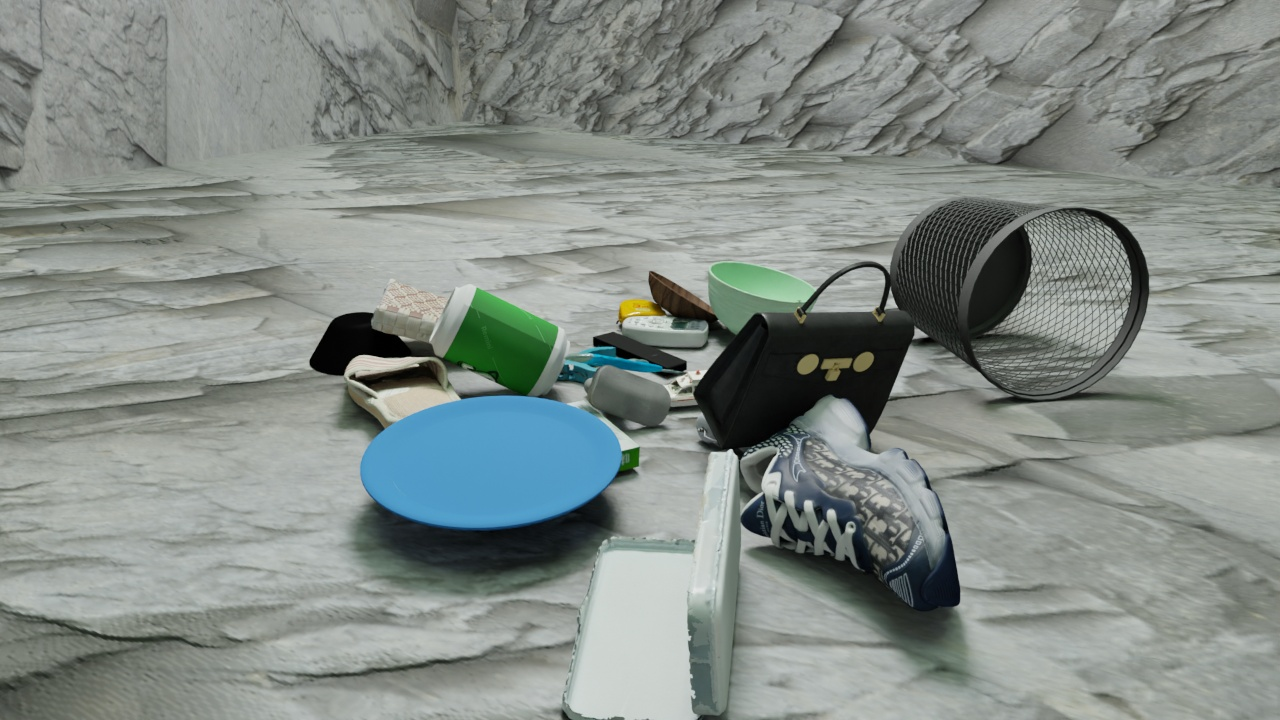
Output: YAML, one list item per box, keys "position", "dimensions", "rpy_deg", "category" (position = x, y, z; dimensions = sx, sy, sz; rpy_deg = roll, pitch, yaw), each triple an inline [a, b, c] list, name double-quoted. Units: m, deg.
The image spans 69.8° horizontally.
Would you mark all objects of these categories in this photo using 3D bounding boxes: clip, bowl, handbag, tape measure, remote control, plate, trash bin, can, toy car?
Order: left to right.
- position: [-0.354, -0.029, 1.151]
  dimensions: [0.124, 0.052, 0.124]
  rpy_deg: [0, 21, 0]
  category: "bowl"
- position: [-0.242, -0.045, 1.167]
  dimensions: [0.185, 0.047, 0.124]
  rpy_deg: [15, 17, -12]
  category: "handbag"
- position: [-0.129, 0.091, 0.806]
  dimensions: [0.224, 0.024, 0.224]
  rpy_deg: [1, 24, -1]
  category: "plate"
- position: [-0.156, -0.021, 1.023]
  dimensions: [0.140, 0.088, 0.087]
  rpy_deg: [26, 16, -15]
  category: "can"
- position: [-0.066, 0.012, 1.091]
  dimensions: [0.122, 0.033, 0.120]
  rpy_deg: [-15, 30, -35]
  category: "clip"
- position: [-0.003, -0.009, 1.158]
  dimensions: [0.034, 0.013, 0.150]
  rpy_deg: [-16, 26, -36]
  category: "remote control"
- position: [-0.002, -0.063, 1.275]
  dimensions: [0.068, 0.030, 0.059]
  rpy_deg: [2, 21, -12]
  category: "tape measure"
- position: [0.032, -0.039, 1.216]
  dimensions: [0.114, 0.028, 0.060]
  rpy_deg: [4, 22, 10]
  category: "remote control"
- position: [0.055, -0.079, 1.273]
  dimensions: [0.119, 0.032, 0.119]
  rpy_deg: [31, 10, -7]
  category: "bowl"
- position: [0.060, 0.030, 1.022]
  dimensions: [0.113, 0.039, 0.039]
  rpy_deg: [-4, 22, -11]
  category: "toy car"
- position: [0.156, -0.074, 1.224]
  dimensions: [0.151, 0.077, 0.150]
  rpy_deg: [10, 22, -5]
  category: "bowl"
- position: [0.170, -0.014, 0.848]
  dimensions: [0.175, 0.196, 0.072]
  rpy_deg: [-2, 46, -27]
  category: "handbag"
- position: [0.439, -0.091, 1.113]
  dimensions: [0.217, 0.218, 0.227]
  rpy_deg: [-3, 18, -10]
  category: "trash bin"

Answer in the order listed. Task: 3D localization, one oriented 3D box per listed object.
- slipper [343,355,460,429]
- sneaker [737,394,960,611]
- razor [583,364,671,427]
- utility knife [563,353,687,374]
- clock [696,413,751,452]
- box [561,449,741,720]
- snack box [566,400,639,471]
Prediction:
- position: [-0.258, 0.026, 0.988]
  dimensions: [0.114, 0.052, 0.263]
  rpy_deg: [-9, 17, -25]
  category: "slipper"
- position: [0.150, 0.122, 0.741]
  dimensions: [0.132, 0.103, 0.269]
  rpy_deg: [-18, 23, -5]
  category: "sneaker"
- position: [-0.032, 0.034, 0.999]
  dimensions: [0.088, 0.047, 0.116]
  rpy_deg: [21, -5, -25]
  category: "razor"
- position: [-0.006, 0.006, 1.016]
  dimensions: [0.031, 0.015, 0.220]
  rpy_deg: [-3, -9, 34]
  category: "utility knife"
- position: [0.109, 0.062, 0.946]
  dimensions: [0.095, 0.035, 0.122]
  rpy_deg: [13, 26, 30]
  category: "clock"
- position: [0.016, 0.146, 0.633]
  dimensions: [0.129, 0.105, 0.210]
  rpy_deg: [-2, 21, 4]
  category: "box"
- position: [-0.103, 0.086, 0.892]
  dimensions: [0.167, 0.027, 0.132]
  rpy_deg: [-11, 23, -25]
  category: "snack box"
